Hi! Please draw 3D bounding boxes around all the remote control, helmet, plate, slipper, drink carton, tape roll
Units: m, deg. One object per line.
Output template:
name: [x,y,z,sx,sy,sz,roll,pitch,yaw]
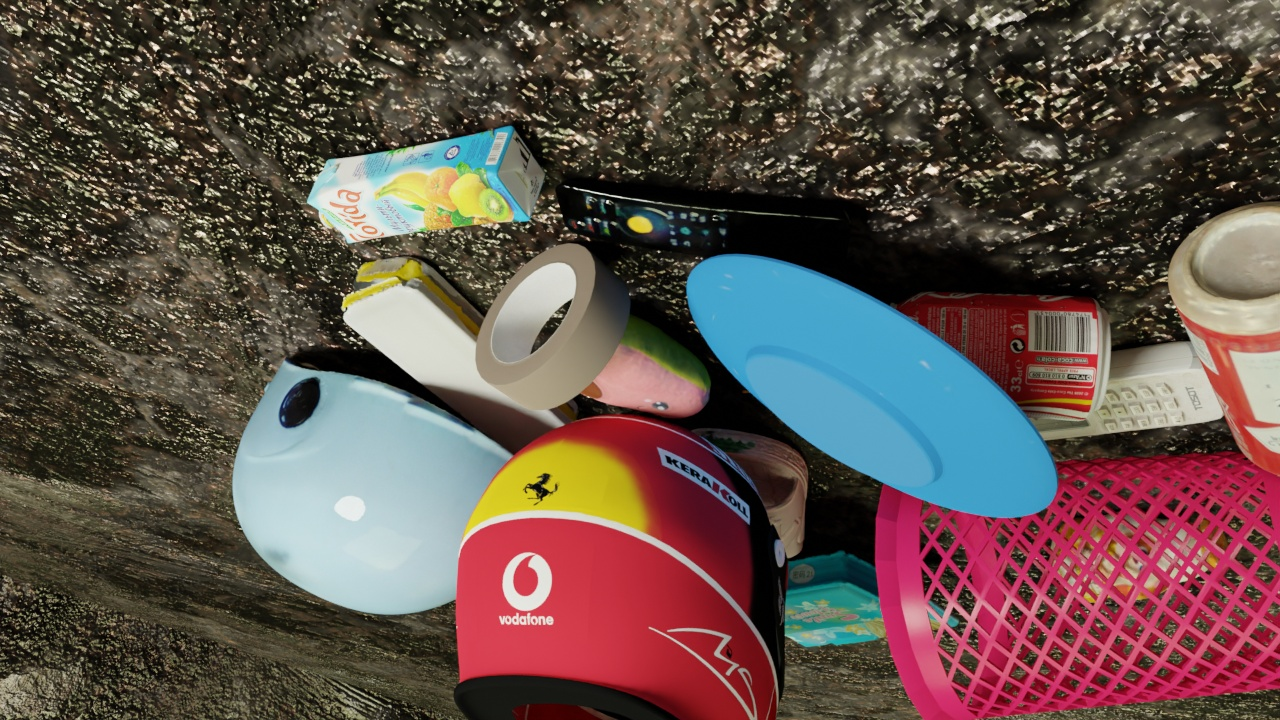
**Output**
remote control: [0.031,-0.072,0.473,0.152,0.020,0.041,8,151,12]
helmet: [-0.199,0.108,0.714,0.266,0.166,0.225,-2,147,42]
plate: [0.112,0.026,0.503,0.224,0.024,0.224,34,165,10]
slipper: [0.090,0.130,0.753,0.094,0.064,0.239,4,151,16]
helmet: [-0.002,0.158,0.611,0.198,0.224,0.271,-8,132,26]
remote control: [0.258,0.021,0.534,0.139,0.025,0.060,-12,142,37]
drink carton: [-0.114,-0.090,0.482,0.129,0.038,0.044,-3,147,27]
tape roll: [-0.051,-0.020,0.522,0.094,0.093,0.030,-15,140,40]

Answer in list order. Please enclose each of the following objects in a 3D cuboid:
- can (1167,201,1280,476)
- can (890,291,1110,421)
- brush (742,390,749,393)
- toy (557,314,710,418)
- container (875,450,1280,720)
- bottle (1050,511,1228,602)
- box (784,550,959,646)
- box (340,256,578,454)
can: [0.305,-0.002,0.433,0.067,0.067,0.170,-12,142,37]
can: [0.185,-0.003,0.483,0.105,0.064,0.064,3,149,17]
brush: [0.127,0.020,0.593,0.127,0.017,0.048,-8,144,32]
toy: [-0.003,0.003,0.584,0.110,0.051,0.090,20,157,-18]
container: [0.291,0.135,0.570,0.226,0.182,0.183,-15,140,35]
bottle: [0.357,0.139,0.658,0.063,0.063,0.109,32,146,-30]
box: [0.142,0.229,0.824,0.181,0.039,0.227,32,141,-33]
box: [-0.119,0.006,0.644,0.066,0.044,0.210,-7,144,29]
